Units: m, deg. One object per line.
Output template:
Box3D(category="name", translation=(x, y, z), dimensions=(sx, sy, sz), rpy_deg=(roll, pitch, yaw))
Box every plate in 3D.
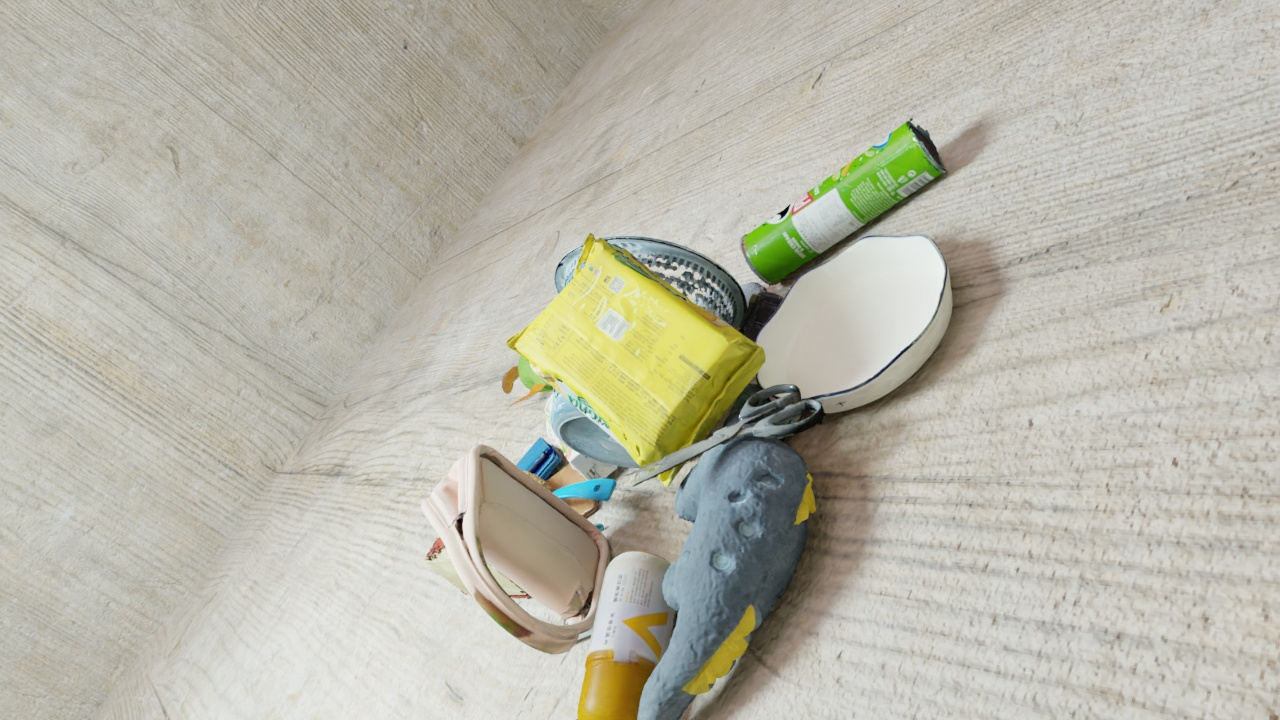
Box3D(category="plate", translation=(0.200, -0.032, 0.861), dimensions=(0.205, 0.045, 0.204), rpy_deg=(-34, 29, 22))

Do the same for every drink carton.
Box3D(category="drink carton", translation=(-0.075, 0.100, 1.122), dimensions=(0.045, 0.053, 0.122), rpy_deg=(-40, 30, -2))

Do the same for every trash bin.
Box3D(category="trash bin", translation=(-0.006, 0.006, 1.022), dimensions=(0.227, 0.226, 0.194), rpy_deg=(-22, 47, 48))

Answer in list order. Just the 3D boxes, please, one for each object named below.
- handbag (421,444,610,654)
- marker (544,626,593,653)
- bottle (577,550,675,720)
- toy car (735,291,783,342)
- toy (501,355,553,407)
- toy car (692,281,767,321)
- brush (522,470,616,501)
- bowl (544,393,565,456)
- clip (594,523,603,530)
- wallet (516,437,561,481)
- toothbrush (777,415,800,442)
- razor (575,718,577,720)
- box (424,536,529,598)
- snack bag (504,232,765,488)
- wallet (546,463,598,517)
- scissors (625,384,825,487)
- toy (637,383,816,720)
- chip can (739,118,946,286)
Box3D(category="handbag", translation=(-0.115, 0.196, 0.891), dimensions=(0.093, 0.193, 0.234), rpy_deg=(-50, 18, 6))
Box3D(category="marker", translation=(-0.055, 0.265, 0.913), dimensions=(0.131, 0.018, 0.022), rpy_deg=(-33, 18, 34))
Box3D(category="bottle", translation=(-0.012, 0.256, 0.774), dimensions=(0.068, 0.068, 0.189), rpy_deg=(-29, 35, 40))
Box3D(category="toy car", translation=(0.132, -0.037, 1.021), dimensions=(0.090, 0.042, 0.035), rpy_deg=(-62, -19, -25))
Box3D(category="toy", translation=(-0.114, -0.003, 1.362), dimensions=(0.226, 0.090, 0.247), rpy_deg=(-46, 23, -23))
Box3D(category="toy car", translation=(0.105, -0.067, 1.130), dimensions=(0.121, 0.037, 0.054), rpy_deg=(-9, 44, 53))
Box3D(category="brush", translation=(-0.105, 0.161, 1.083), dimensions=(0.255, 0.046, 0.083), rpy_deg=(-19, 38, 54))
Box3D(category="bowl", translation=(-0.088, 0.067, 1.237), dimensions=(0.114, 0.062, 0.113), rpy_deg=(-38, 25, 22))
Box3D(category="clip", translation=(-0.063, 0.202, 1.036), dimensions=(0.056, 0.014, 0.041), rpy_deg=(-30, 28, 35))
Box3D(category="wallet", translation=(-0.162, 0.168, 1.243), dimensions=(0.133, 0.040, 0.106), rpy_deg=(-51, 14, -4))
Box3D(category="toothbrush", translation=(0.132, 0.069, 0.880), dimensions=(0.191, 0.018, 0.016), rpy_deg=(-53, 24, -10))
Box3D(category="razor", translation=(-0.025, 0.280, 0.829), dimensions=(0.043, 0.022, 0.142), rpy_deg=(16, 62, 27))
Box3D(category="box", translation=(-0.191, 0.241, 1.104), dimensions=(0.169, 0.091, 0.079), rpy_deg=(-18, 34, 52))
Box3D(category="snack bag", translation=(-0.010, -0.011, 0.882), dimensions=(0.246, 0.068, 0.158), rpy_deg=(38, 90, 32))
Box3D(category="wallet", translation=(-0.089, 0.169, 1.132), dimensions=(0.101, 0.020, 0.115), rpy_deg=(-39, 27, 23))
Box3D(category="scissors", translation=(0.069, 0.062, 0.779), dimensions=(0.173, 0.014, 0.144), rpy_deg=(-8, 28, 20))
Box3D(category="toy", translation=(0.081, 0.139, 0.772), dimensions=(0.138, 0.091, 0.355), rpy_deg=(-38, 24, 47))
Box3D(category="chip can", translation=(0.224, -0.173, 1.033), dimensions=(0.237, 0.072, 0.072), rpy_deg=(-34, 27, 32))
